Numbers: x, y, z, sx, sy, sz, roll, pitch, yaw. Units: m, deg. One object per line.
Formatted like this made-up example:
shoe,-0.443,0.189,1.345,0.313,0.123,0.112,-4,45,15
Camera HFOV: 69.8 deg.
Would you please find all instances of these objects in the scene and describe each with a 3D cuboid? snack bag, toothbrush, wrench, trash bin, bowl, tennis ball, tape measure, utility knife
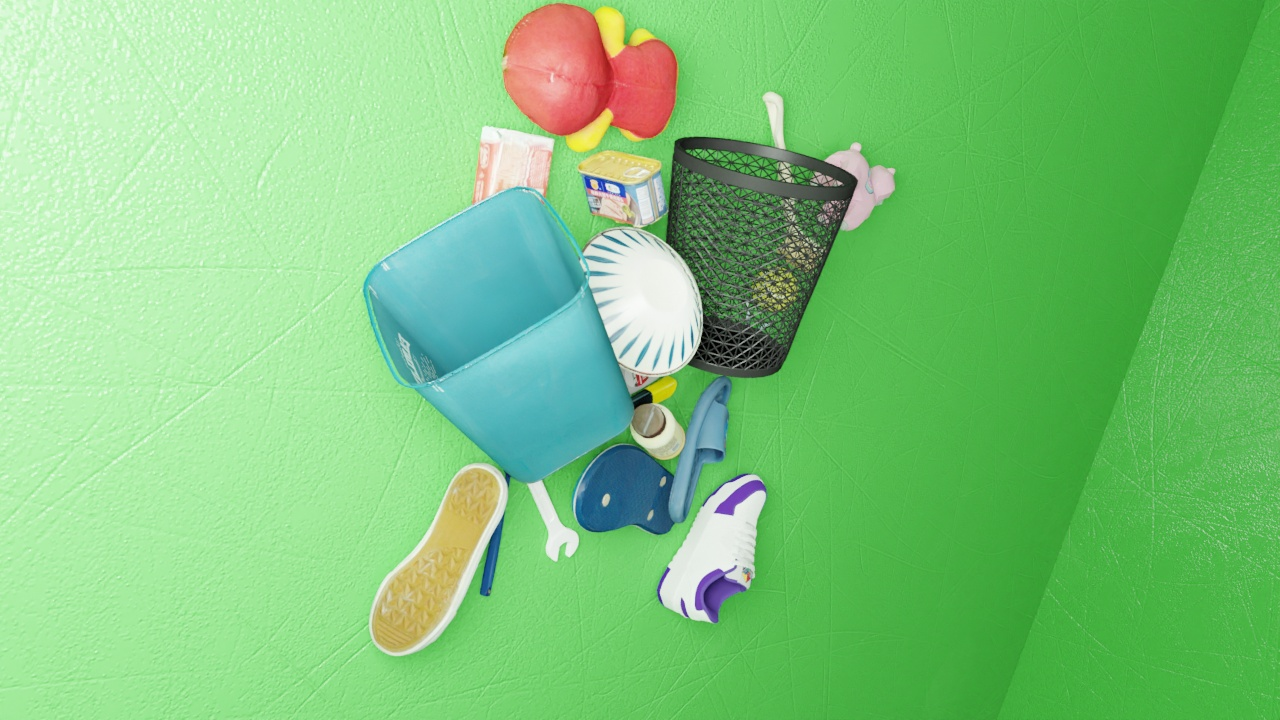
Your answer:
snack bag,-0.133,-0.179,0.946,0.076,0.036,0.116,-4,111,-43
toothbrush,-0.167,0.199,1.093,0.016,0.017,0.190,-1,113,-40
wrench,-0.128,0.152,1.124,0.047,0.009,0.274,-39,132,-26
trash bin,0.124,-0.123,1.117,0.216,0.217,0.244,-12,123,-42
bowl,0.013,-0.076,1.048,0.070,0.177,0.177,-33,130,-46
tennis ball,0.188,-0.100,1.285,0.065,0.065,0.065,-21,122,-38
tape measure,-0.007,0.007,1.171,0.062,0.020,0.060,-32,128,-31
trash bin,-0.122,-0.011,0.910,0.199,0.196,0.219,-30,139,-3
utility knife,-0.002,0.053,1.163,0.173,0.020,0.029,-26,138,-57

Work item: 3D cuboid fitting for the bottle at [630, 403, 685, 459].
bottle,0.020,0.088,1.161,0.056,0.056,0.162,-59,165,-7

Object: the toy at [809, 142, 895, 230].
toy,0.316,-0.257,1.343,0.157,0.067,0.123,-43,132,-29

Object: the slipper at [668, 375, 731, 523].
slipper,0.091,0.125,1.271,0.104,0.059,0.213,55,53,-72

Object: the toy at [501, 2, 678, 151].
toy,-0.049,-0.290,0.941,0.215,0.099,0.147,-9,104,-48

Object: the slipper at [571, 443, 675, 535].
slipper,-0.021,0.171,1.209,0.294,0.060,0.118,32,79,-61

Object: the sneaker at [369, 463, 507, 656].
sneaker,-0.213,0.222,1.026,0.235,0.087,0.079,-59,170,-1

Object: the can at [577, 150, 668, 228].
can,-0.018,-0.189,1.010,0.053,0.100,0.059,-39,133,-31

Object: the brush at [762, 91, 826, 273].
brush,0.203,-0.236,1.253,0.077,0.062,0.272,-42,129,-30

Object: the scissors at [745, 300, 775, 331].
scissors,0.152,-0.029,1.320,0.132,0.014,0.127,-21,122,-36

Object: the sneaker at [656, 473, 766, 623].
sneaker,0.133,0.285,1.373,0.244,0.111,0.092,-55,137,-11
